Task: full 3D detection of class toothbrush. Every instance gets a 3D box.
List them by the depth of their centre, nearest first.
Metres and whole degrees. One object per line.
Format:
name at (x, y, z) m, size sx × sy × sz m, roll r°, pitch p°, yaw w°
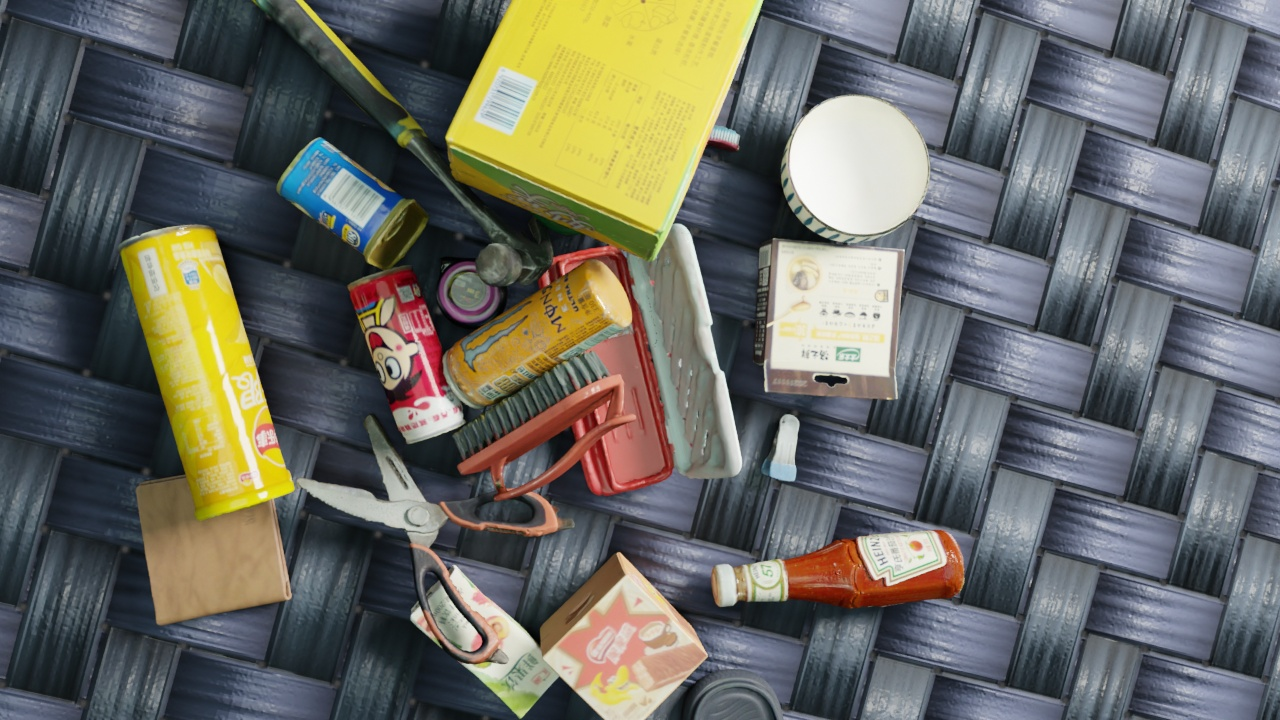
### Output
toothbrush at (-0.007, -0.204, 0.756) m, size 0.187 × 0.016 × 0.017 m, roll 14°, pitch 82°, yaw -7°

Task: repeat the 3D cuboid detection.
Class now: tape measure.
tape measure at (-0.135, -0.054, 0.735) m, size 0.057 × 0.039 × 0.058 m, roll 0°, pitch 87°, yaw -7°

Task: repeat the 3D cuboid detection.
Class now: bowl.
bowl at (0.168, -0.149, 0.749) m, size 0.116 × 0.066 × 0.116 m, roll 1°, pitch 83°, yaw -6°

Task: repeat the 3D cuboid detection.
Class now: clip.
clip at (0.122, 0.073, 0.780) m, size 0.027 × 0.043 × 0.058 m, roll 13°, pitch 86°, yaw -6°

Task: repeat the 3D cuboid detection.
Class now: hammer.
hammer at (-0.186, -0.180, 0.701) m, size 0.323 × 0.126 × 0.032 m, roll 46°, pitch 106°, yaw 4°

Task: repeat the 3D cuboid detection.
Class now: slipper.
slipper at (0.086, 0.397, 0.756) m, size 0.110 × 0.083 × 0.268 m, roll -6°, pitch 91°, yaw -5°

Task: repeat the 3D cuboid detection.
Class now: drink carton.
drink carton at (-0.125, 0.226, 0.742) m, size 0.122 × 0.045 × 0.053 m, roll 45°, pitch 77°, yaw -7°

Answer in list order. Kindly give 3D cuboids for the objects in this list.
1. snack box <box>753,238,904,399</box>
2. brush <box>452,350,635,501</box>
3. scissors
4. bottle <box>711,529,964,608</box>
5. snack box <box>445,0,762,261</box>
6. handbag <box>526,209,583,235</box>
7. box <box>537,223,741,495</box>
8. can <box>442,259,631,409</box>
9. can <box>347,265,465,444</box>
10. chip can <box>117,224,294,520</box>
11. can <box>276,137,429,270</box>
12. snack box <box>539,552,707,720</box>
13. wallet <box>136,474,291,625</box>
snack box at (0.155, -0.034, 0.761) m, size 0.113 × 0.053 × 0.125 m, roll 4°, pitch 92°, yaw -7°
brush at (-0.070, 0.052, 0.705) m, size 0.146 × 0.063 × 0.069 m, roll -32°, pitch 78°, yaw 22°
scissors at (-0.160, 0.137, 0.720) m, size 0.225 × 0.015 × 0.188 m, roll 9°, pitch 62°, yaw -15°
bottle at (0.163, 0.178, 0.767) m, size 0.206 × 0.060 × 0.060 m, roll -4°, pitch 92°, yaw -5°
snack box at (-0.021, -0.195, 0.641) m, size 0.157 × 0.070 × 0.209 m, roll 23°, pitch 77°, yaw -1°
handbag at (-0.049, -0.169, 0.715) m, size 0.120 × 0.068 × 0.131 m, roll 36°, pitch 98°, yaw -11°
box at (0.002, 0.002, 0.738) m, size 0.155 × 0.073 × 0.201 m, roll -12°, pitch 93°, yaw 23°
can at (-0.079, -0.019, 0.702) m, size 0.146 × 0.058 × 0.058 m, roll -29°, pitch 96°, yaw 21°
can at (-0.183, -0.004, 0.723) m, size 0.053 × 0.053 × 0.133 m, roll -19°, pitch 94°, yaw -6°
chip can at (-0.327, 0.009, 0.692) m, size 0.072 × 0.072 × 0.213 m, roll -17°, pitch 90°, yaw -6°
can at (-0.215, -0.117, 0.693) m, size 0.083 × 0.102 × 0.057 m, roll 36°, pitch 88°, yaw -4°
snack box at (-0.016, 0.226, 0.739) m, size 0.092 × 0.077 × 0.094 m, roll -44°, pitch 96°, yaw -3°
wallet at (-0.339, 0.144, 0.729) m, size 0.101 × 0.020 × 0.115 m, roll -11°, pitch 91°, yaw -8°
